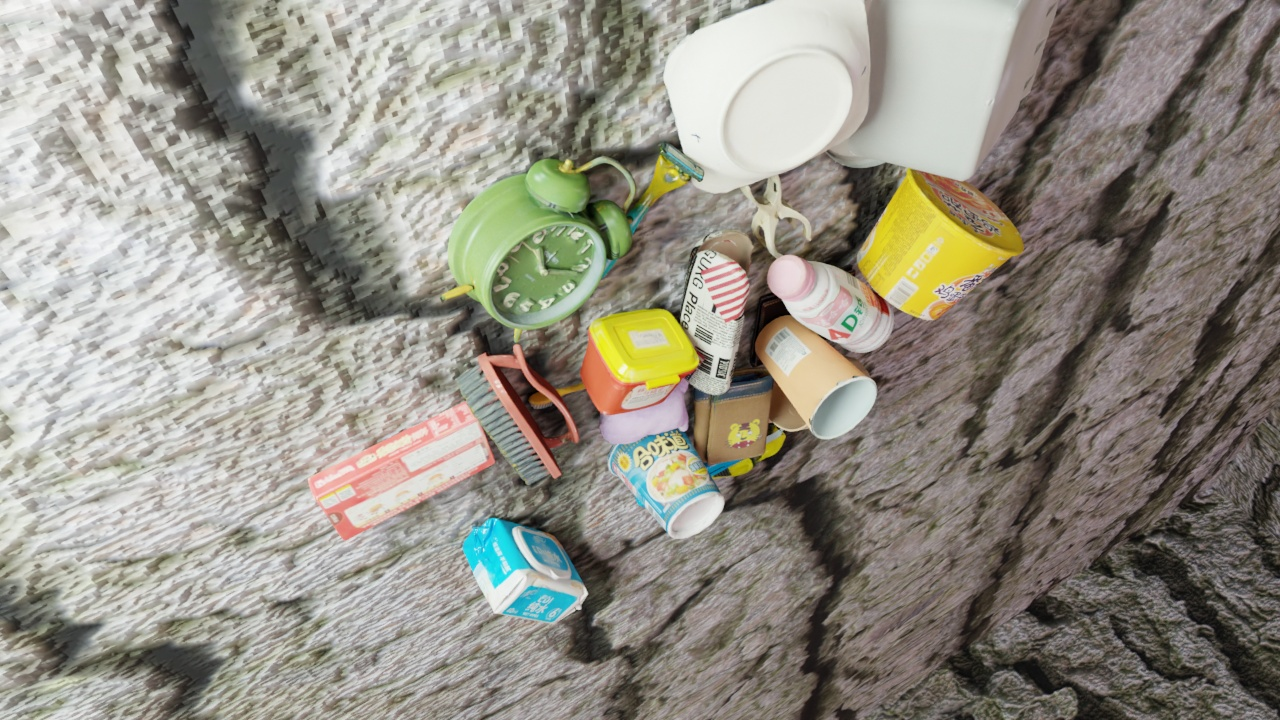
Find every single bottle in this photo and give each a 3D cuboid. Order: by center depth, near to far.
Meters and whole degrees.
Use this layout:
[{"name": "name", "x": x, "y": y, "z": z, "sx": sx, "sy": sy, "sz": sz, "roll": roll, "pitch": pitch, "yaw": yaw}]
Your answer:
[{"name": "bottle", "x": 0.186, "y": -0.057, "z": 0.905, "sx": 0.068, "sy": 0.068, "sz": 0.196, "roll": -50, "pitch": 146, "yaw": 16}]

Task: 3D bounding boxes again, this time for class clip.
[{"name": "clip", "x": 0.131, "y": -0.143, "z": 0.835, "sx": 0.082, "sy": 0.034, "sz": 0.105, "roll": -26, "pitch": 136, "yaw": -11}]

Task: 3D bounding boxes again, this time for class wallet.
[{"name": "wallet", "x": 0.176, "y": -0.047, "z": 0.993, "sx": 0.122, "sy": 0.020, "sz": 0.096, "roll": -21, "pitch": 136, "yaw": -21}, {"name": "wallet", "x": 0.100, "y": 0.063, "z": 1.013, "sx": 0.090, "sy": 0.033, "sz": 0.115, "roll": -9, "pitch": 129, "yaw": -12}]

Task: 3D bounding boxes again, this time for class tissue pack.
[{"name": "tissue pack", "x": -0.120, "y": 0.223, "z": 0.978, "sx": 0.063, "sy": 0.090, "sz": 0.140, "roll": -44, "pitch": 144, "yaw": 9}]

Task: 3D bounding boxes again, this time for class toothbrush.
[{"name": "toothbrush", "x": -0.023, "y": 0.019, "z": 0.897, "sx": 0.191, "sy": 0.016, "sz": 0.018, "roll": -15, "pitch": 150, "yaw": -29}]

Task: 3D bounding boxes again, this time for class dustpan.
[{"name": "dustpan", "x": 0.269, "y": -0.281, "z": 0.817, "sx": 0.257, "sy": 0.143, "sz": 0.223, "roll": -53, "pitch": 155, "yaw": -32}]

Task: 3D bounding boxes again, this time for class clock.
[{"name": "clock", "x": -0.070, "y": -0.091, "z": 0.696, "sx": 0.161, "sy": 0.056, "sz": 0.116, "roll": -44, "pitch": 145, "yaw": 9}]

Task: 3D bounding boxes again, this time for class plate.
[{"name": "plate", "x": 0.108, "y": -0.201, "z": 0.715, "sx": 0.163, "sy": 0.034, "sz": 0.164, "roll": -23, "pitch": 142, "yaw": 1}]

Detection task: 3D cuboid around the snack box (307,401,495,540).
[{"name": "snack box", "x": -0.208, "y": 0.098, "z": 0.815, "sx": 0.152, "sy": 0.025, "sz": 0.075, "roll": -27, "pitch": 144, "yaw": -15}]

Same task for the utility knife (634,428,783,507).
[{"name": "utility knife", "x": 0.083, "y": 0.125, "z": 1.078, "sx": 0.191, "sy": 0.018, "sz": 0.034, "roll": -28, "pitch": 145, "yaw": 5}]

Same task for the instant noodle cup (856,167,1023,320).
[{"name": "instant noodle cup", "x": 0.295, "y": -0.115, "z": 0.929, "sx": 0.137, "sy": 0.138, "sz": 0.110, "roll": -3, "pitch": 140, "yaw": -39}]

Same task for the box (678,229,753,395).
[{"name": "box", "x": 0.071, "y": -0.036, "z": 0.854, "sx": 0.076, "sy": 0.087, "sz": 0.163, "roll": -5, "pitch": 136, "yaw": -14}]

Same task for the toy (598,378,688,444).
[{"name": "toy", "x": 0.006, "y": 0.050, "z": 0.938, "sx": 0.107, "sy": 0.039, "sz": 0.084, "roll": -13, "pitch": 121, "yaw": -25}]

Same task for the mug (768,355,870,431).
[{"name": "mug", "x": 0.192, "y": 0.044, "z": 1.067, "sx": 0.103, "sy": 0.084, "sz": 0.125, "roll": -3, "pitch": 157, "yaw": -40}]

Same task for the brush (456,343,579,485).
[{"name": "brush", "x": -0.104, "y": 0.042, "z": 0.806, "sx": 0.069, "sy": 0.063, "sz": 0.146, "roll": -30, "pitch": 137, "yaw": -3}]

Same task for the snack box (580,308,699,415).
[{"name": "snack box", "x": -0.005, "y": 0.005, "z": 0.844, "sx": 0.091, "sy": 0.082, "sz": 0.080, "roll": -11, "pitch": 147, "yaw": -32}]

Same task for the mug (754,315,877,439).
[{"name": "mug", "x": 0.172, "y": 0.011, "z": 0.937, "sx": 0.078, "sy": 0.122, "sz": 0.078, "roll": -19, "pitch": 136, "yaw": -20}]

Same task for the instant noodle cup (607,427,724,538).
[{"name": "instant noodle cup", "x": 0.032, "y": 0.129, "z": 0.987, "sx": 0.099, "sy": 0.110, "sz": 0.099, "roll": -23, "pitch": 143, "yaw": -19}]

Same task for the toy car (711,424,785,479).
[{"name": "toy car", "x": 0.128, "y": 0.114, "z": 1.110, "sx": 0.105, "sy": 0.032, "sz": 0.048, "roll": -26, "pitch": 145, "yaw": 4}]

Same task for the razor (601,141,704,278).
[{"name": "razor", "x": -0.004, "y": -0.114, "z": 0.750, "sx": 0.043, "sy": 0.028, "sz": 0.133, "roll": 32, "pitch": 107, "yaw": -21}]
